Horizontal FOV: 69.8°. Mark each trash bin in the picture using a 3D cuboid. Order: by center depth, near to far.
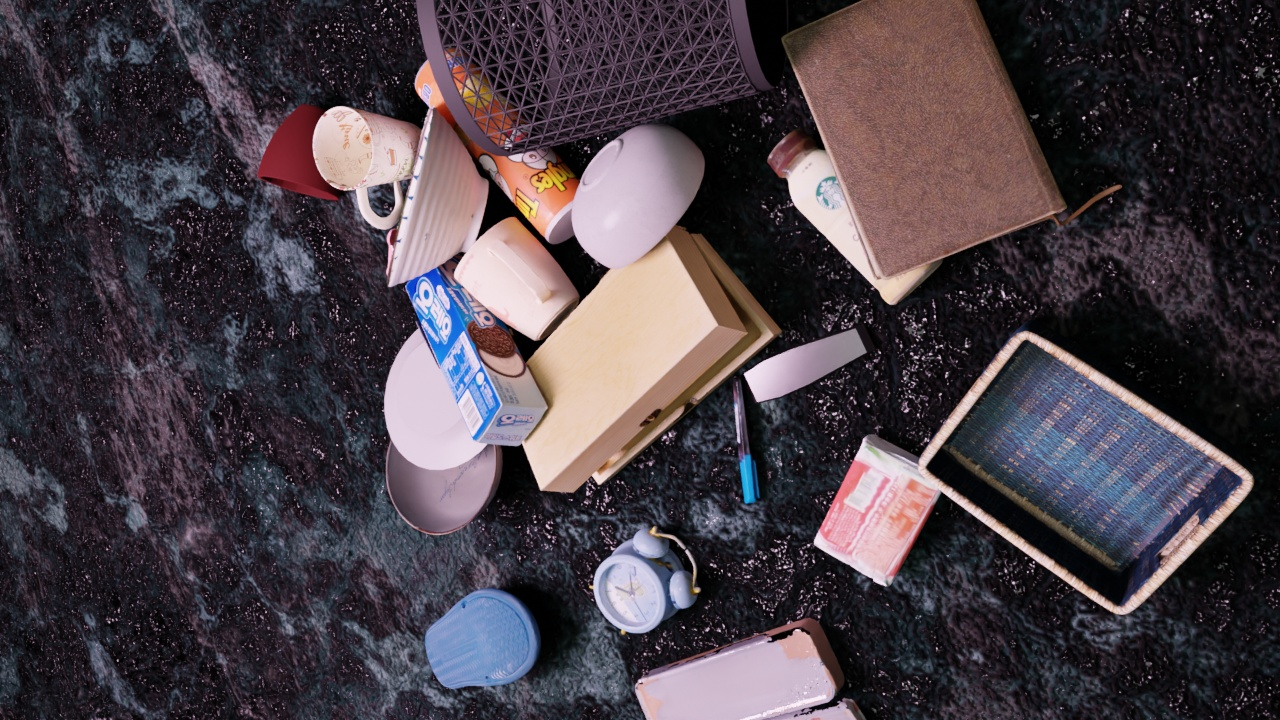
[{"bbox_3d":[-0.017,-0.289,0.746,0.244,0.216,0.217,-1,100,21],"label":"trash bin"}]

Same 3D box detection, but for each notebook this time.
[{"bbox_3d":[0.233,-0.187,0.700,0.190,0.034,0.215,-20,84,8],"label":"notebook"}]

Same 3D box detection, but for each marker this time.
[{"bbox_3d":[0.098,0.074,0.858,0.015,0.018,0.123,-8,100,-4],"label":"marker"}]

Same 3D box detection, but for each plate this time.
[{"bbox_3d":[-0.212,0.029,0.973,0.173,0.019,0.172,-8,73,27],"label":"plate"}]

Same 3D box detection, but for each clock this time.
[{"bbox_3d":[0.007,0.219,0.918,0.125,0.051,0.089,-41,79,28],"label":"clock"}]

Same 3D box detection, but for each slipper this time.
[{"bbox_3d":[-0.177,0.312,1.033,0.214,0.059,0.103,-31,77,43],"label":"slipper"}]

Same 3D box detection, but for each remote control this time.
[{"bbox_3d":[0.149,0.003,0.821,0.125,0.010,0.039,-26,88,29],"label":"remote control"}]

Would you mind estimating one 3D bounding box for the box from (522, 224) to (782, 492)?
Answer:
[{"bbox_3d":[-0.005,0.003,0.871,0.250,0.122,0.140,-44,53,27],"label":"box"}]

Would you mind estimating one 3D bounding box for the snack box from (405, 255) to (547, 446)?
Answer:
[{"bbox_3d":[-0.167,-0.017,0.909,0.059,0.059,0.226,-54,50,27],"label":"snack box"}]

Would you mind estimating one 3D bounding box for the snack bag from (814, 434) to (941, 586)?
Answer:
[{"bbox_3d":[0.209,0.130,0.802,0.077,0.036,0.116,28,112,19],"label":"snack bag"}]

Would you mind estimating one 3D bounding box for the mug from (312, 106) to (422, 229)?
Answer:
[{"bbox_3d":[-0.270,-0.198,0.951,0.081,0.097,0.122,-1,100,28],"label":"mug"}]

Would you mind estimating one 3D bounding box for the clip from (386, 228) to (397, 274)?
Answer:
[{"bbox_3d":[-0.261,-0.114,1.009,0.038,0.022,0.059,23,115,19],"label":"clip"}]

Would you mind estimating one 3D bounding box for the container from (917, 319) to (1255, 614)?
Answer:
[{"bbox_3d":[0.334,0.077,0.704,0.187,0.071,0.145,37,115,16],"label":"container"}]

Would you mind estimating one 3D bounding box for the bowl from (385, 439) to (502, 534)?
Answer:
[{"bbox_3d":[-0.200,0.112,0.991,0.151,0.056,0.150,-6,77,26],"label":"bowl"}]

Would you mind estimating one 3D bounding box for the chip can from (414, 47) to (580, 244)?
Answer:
[{"bbox_3d":[-0.132,-0.210,0.896,0.210,0.062,0.062,49,118,11],"label":"chip can"}]

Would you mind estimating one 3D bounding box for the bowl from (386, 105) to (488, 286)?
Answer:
[{"bbox_3d":[-0.191,-0.149,0.889,0.071,0.177,0.177,14,112,-18],"label":"bowl"}]

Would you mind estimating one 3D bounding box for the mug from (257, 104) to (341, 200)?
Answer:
[{"bbox_3d":[-0.373,-0.233,1.018,0.114,0.087,0.088,12,88,53],"label":"mug"}]

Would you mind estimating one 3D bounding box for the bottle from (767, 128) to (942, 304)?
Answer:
[{"bbox_3d":[0.173,-0.122,0.757,0.162,0.056,0.057,49,118,11],"label":"bottle"}]

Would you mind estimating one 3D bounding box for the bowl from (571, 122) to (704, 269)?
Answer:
[{"bbox_3d":[-0.012,-0.152,0.800,0.064,0.131,0.132,36,122,-25],"label":"bowl"}]

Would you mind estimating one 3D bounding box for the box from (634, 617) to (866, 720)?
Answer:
[{"bbox_3d":[0.113,0.352,0.904,0.217,0.058,0.154,-28,86,29],"label":"box"}]

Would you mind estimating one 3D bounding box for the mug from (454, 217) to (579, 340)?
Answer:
[{"bbox_3d":[-0.116,-0.078,0.891,0.104,0.111,0.085,44,81,2],"label":"mug"}]
